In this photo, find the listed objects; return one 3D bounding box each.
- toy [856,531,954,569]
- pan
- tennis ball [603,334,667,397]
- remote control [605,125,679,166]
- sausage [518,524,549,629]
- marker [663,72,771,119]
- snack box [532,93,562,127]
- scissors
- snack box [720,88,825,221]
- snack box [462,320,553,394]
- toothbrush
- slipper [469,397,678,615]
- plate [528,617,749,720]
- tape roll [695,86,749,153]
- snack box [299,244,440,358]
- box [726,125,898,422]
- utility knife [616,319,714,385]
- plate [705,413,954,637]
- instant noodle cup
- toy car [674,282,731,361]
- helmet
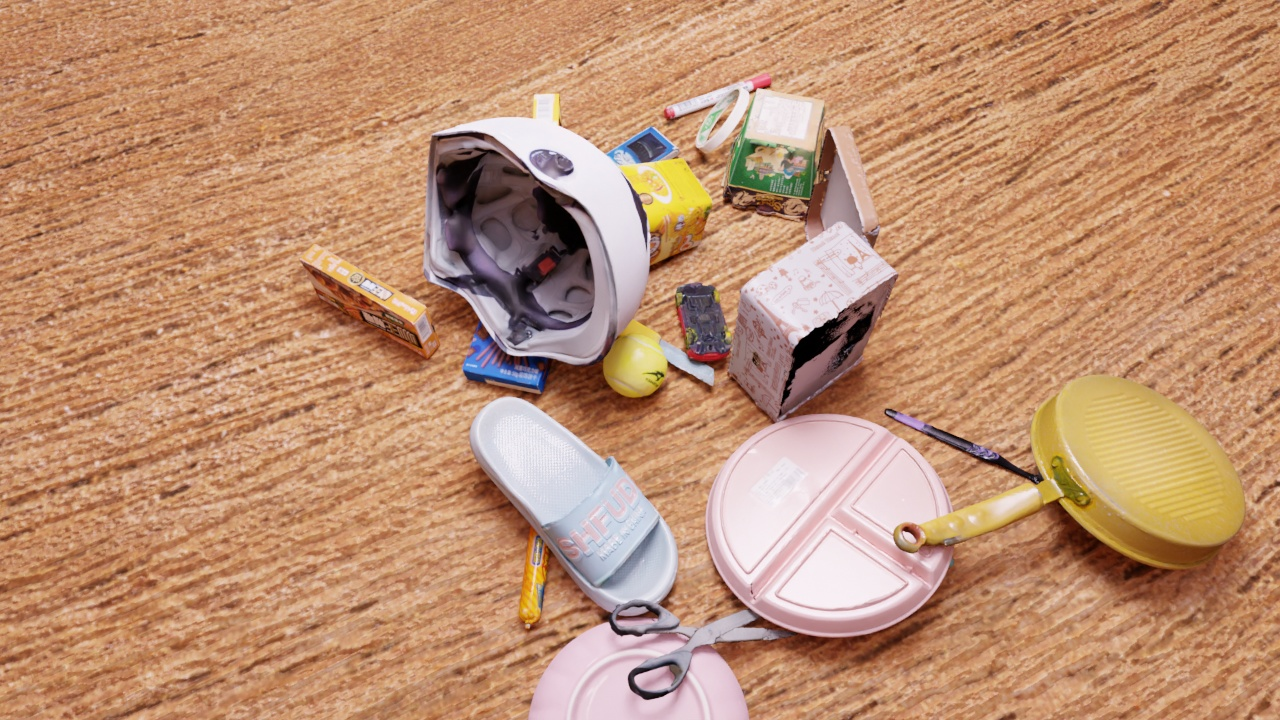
[{"bbox_3d":[0.245,0.166,0.863,0.091,0.030,0.096,-33,68,-13],"label":"toy"},{"bbox_3d":[0.388,0.117,0.838,0.356,0.078,0.197,-6,53,-25],"label":"pan"},{"bbox_3d":[-0.006,0.005,0.934,0.065,0.066,0.065,0,61,0],"label":"tennis ball"},{"bbox_3d":[-0.016,-0.233,1.091,0.124,0.024,0.049,-35,66,-16],"label":"remote control"},{"bbox_3d":[-0.095,0.171,0.868,0.021,0.021,0.164,4,61,2],"label":"sausage"},{"bbox_3d":[0.097,-0.331,1.150,0.145,0.017,0.017,-22,63,-11],"label":"marker"},{"bbox_3d":[-0.105,-0.225,1.052,0.034,0.087,0.140,0,60,1],"label":"snack box"},{"bbox_3d":[0.054,0.243,0.799,0.164,0.014,0.163,28,45,4],"label":"scissors"},{"bbox_3d":[0.160,-0.243,1.049,0.118,0.106,0.117,13,61,6],"label":"snack box"},{"bbox_3d":[-0.123,-0.046,0.976,0.084,0.026,0.156,11,67,11],"label":"snack box"},{"bbox_3d":[0.333,0.088,0.915,0.189,0.017,0.014,25,64,15],"label":"toothbrush"},{"bbox_3d":[-0.058,0.123,0.847,0.245,0.074,0.103,44,60,9],"label":"slipper"},{"bbox_3d":[-0.002,0.310,0.778,0.192,0.039,0.192,0,61,0],"label":"plate"},{"bbox_3d":[0.097,-0.286,1.089,0.014,0.086,0.085,31,61,-20],"label":"tape roll"},{"bbox_3d":[-0.285,-0.062,0.968,0.154,0.075,0.026,28,63,15],"label":"snack box"},{"bbox_3d":[0.183,-0.081,0.916,0.136,0.180,0.268,19,64,11],"label":"box"},{"bbox_3d":[-0.014,-0.029,0.981,0.223,0.015,0.033,30,65,18],"label":"utility knife"},{"bbox_3d":[0.174,0.142,0.854,0.229,0.028,0.229,-6,52,7],"label":"plate"},{"bbox_3d":[0.003,-0.160,1.007,0.123,0.116,0.116,-18,62,-22],"label":"instant noodle cup"},{"bbox_3d":[0.066,-0.042,0.979,0.049,0.031,0.106,-3,49,-9],"label":"toy car"},{"bbox_3d":[-0.085,-0.125,0.888,0.259,0.230,0.145,32,47,20],"label":"helmet"}]
